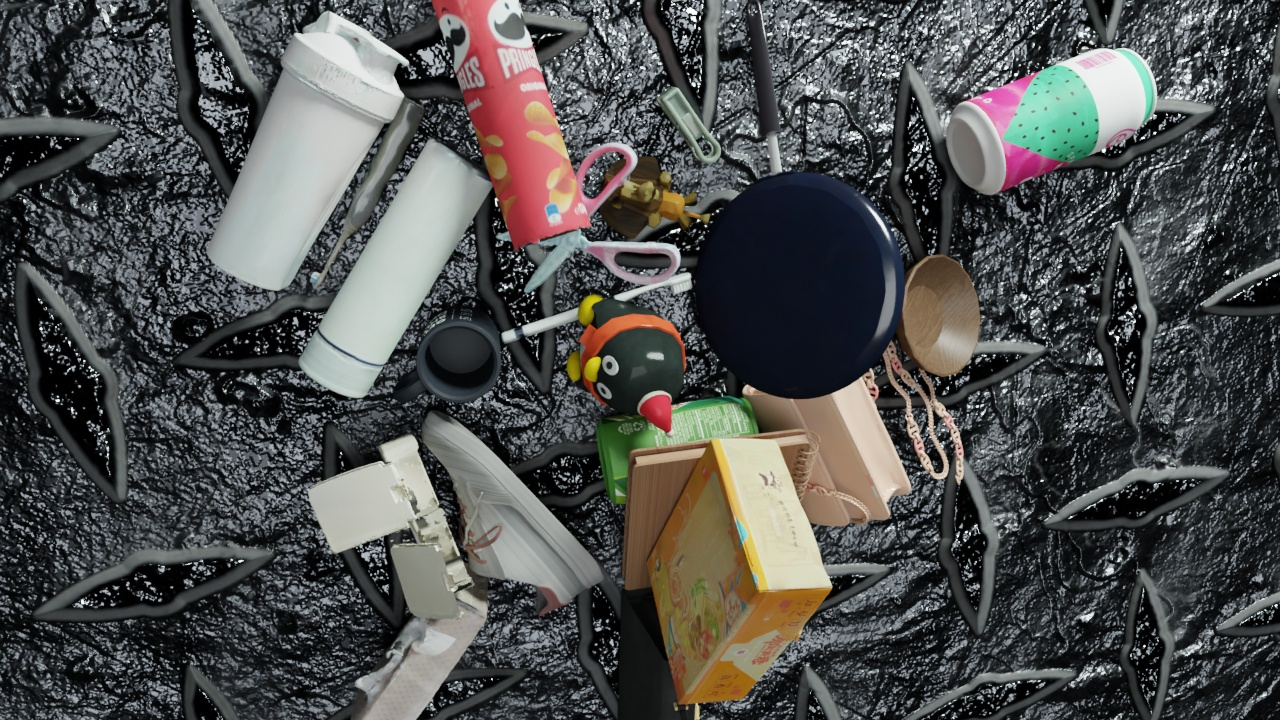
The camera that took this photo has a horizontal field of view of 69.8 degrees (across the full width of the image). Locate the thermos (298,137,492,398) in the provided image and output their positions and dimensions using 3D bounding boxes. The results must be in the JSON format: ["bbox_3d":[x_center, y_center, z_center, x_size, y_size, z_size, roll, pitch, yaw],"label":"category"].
[{"bbox_3d":[-0.211,-0.077,0.794,0.068,0.068,0.230,31,97,-15],"label":"thermos"}]

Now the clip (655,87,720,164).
[{"bbox_3d":[0.044,-0.209,0.820,0.023,0.047,0.076,-38,111,3],"label":"clip"}]

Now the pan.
[{"bbox_3d":[0.121,-0.142,0.807,0.199,0.021,0.356,-8,90,36],"label":"pan"}]

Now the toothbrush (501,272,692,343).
[{"bbox_3d":[-0.040,-0.047,0.858,0.186,0.012,0.017,-18,110,-4],"label":"toothbrush"}]

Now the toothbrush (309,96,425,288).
[{"bbox_3d":[-0.239,-0.141,0.797,0.024,0.022,0.186,29,100,-12],"label":"toothbrush"}]

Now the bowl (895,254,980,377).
[{"bbox_3d":[0.280,-0.042,0.886,0.117,0.030,0.118,2,87,-35],"label":"bowl"}]

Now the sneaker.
[{"bbox_3d":[-0.136,0.152,0.851,0.089,0.099,0.236,-44,109,-11],"label":"sneaker"}]

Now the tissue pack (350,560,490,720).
[{"bbox_3d":[-0.217,0.280,0.870,0.071,0.104,0.181,38,97,-14],"label":"tissue pack"}]

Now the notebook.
[{"bbox_3d":[0.070,0.145,0.864,0.169,0.022,0.211,-7,138,-9],"label":"notebook"}]

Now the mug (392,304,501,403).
[{"bbox_3d":[-0.174,0.002,0.814,0.105,0.077,0.071,-34,107,1],"label":"mug"}]

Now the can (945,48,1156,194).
[{"bbox_3d":[0.372,-0.219,0.838,0.166,0.088,0.088,-22,107,-3],"label":"can"}]

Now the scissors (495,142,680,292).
[{"bbox_3d":[-0.040,-0.101,0.806,0.158,0.014,0.173,43,118,-4],"label":"scissors"}]

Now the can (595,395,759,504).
[{"bbox_3d":[0.035,0.083,0.867,0.144,0.083,0.083,-10,106,-7],"label":"can"}]

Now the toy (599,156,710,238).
[{"bbox_3d":[0.013,-0.140,0.814,0.100,0.062,0.076,15,83,-4],"label":"toy"}]

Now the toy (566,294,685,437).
[{"bbox_3d":[-0.005,0.005,0.822,0.099,0.119,0.098,3,120,-21],"label":"toy"}]

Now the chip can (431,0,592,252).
[{"bbox_3d":[-0.108,-0.209,0.751,0.073,0.073,0.233,-18,97,-4],"label":"chip can"}]

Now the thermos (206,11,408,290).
[{"bbox_3d":[-0.276,-0.169,0.748,0.099,0.099,0.221,29,102,-15],"label":"thermos"}]

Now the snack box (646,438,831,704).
[{"bbox_3d":[0.081,0.183,0.782,0.080,0.145,0.196,3,136,-19],"label":"snack box"}]

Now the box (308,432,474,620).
[{"bbox_3d":[-0.210,0.148,0.771,0.101,0.194,0.143,-23,95,-17],"label":"box"}]

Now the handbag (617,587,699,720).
[{"bbox_3d":[0.028,0.343,0.876,0.072,0.195,0.176,-1,105,-9],"label":"handbag"}]

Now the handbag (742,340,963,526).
[{"bbox_3d":[0.213,0.064,0.915,0.186,0.117,0.199,-38,106,-37],"label":"handbag"}]
